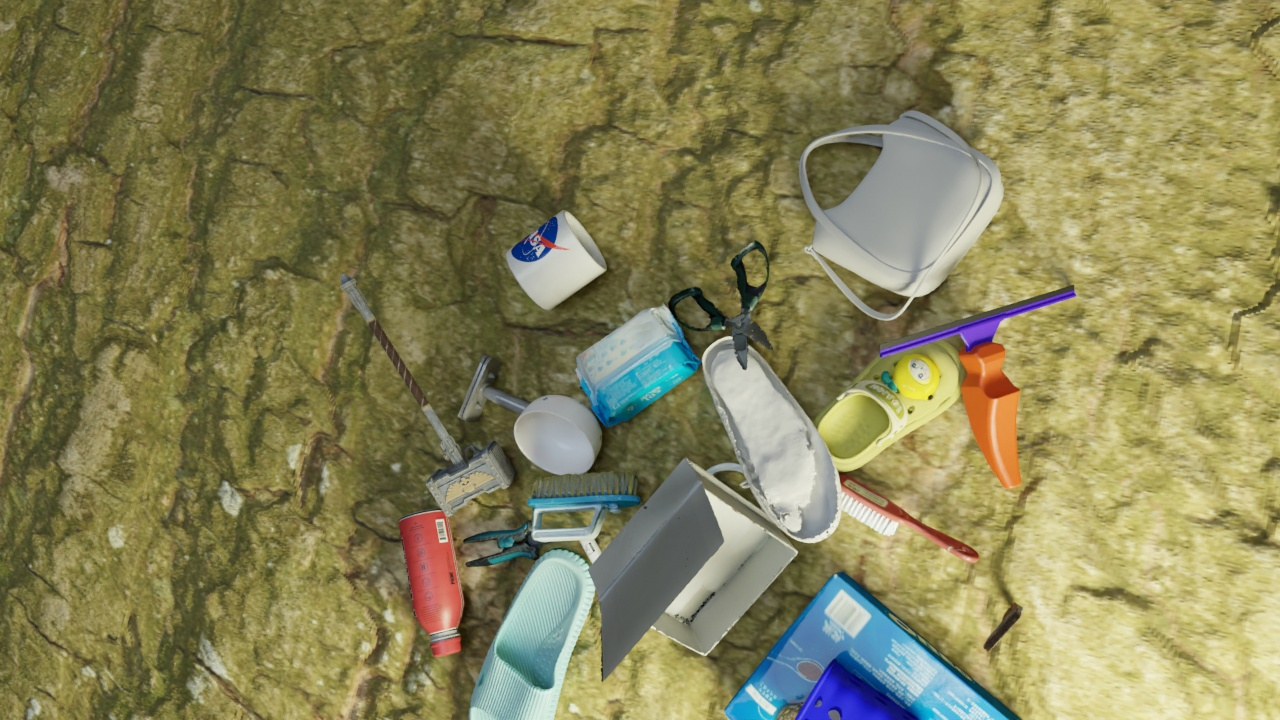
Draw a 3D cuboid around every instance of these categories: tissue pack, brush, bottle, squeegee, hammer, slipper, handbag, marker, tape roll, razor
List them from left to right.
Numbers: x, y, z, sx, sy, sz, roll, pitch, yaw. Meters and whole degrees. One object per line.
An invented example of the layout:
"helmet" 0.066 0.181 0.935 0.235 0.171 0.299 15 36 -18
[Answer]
"hammer" -0.279 0.034 1.131 0.099 0.044 0.322 -28 100 14
"bottle" -0.257 0.278 1.147 0.062 0.062 0.176 -19 75 17
"razor" -0.164 0.054 1.166 0.116 0.047 0.088 22 89 15
"slipper" -0.136 0.355 1.087 0.116 0.069 0.276 21 88 26
"brush" -0.064 0.175 1.094 0.136 0.055 0.075 -7 70 19
"marker" -0.040 0.260 1.093 0.020 0.017 0.133 -37 70 15
"tissue pack" -0.007 0.006 1.101 0.144 0.061 0.093 -35 70 9
"tape roll" 0.103 0.165 1.058 0.093 0.013 0.093 -4 80 20
"slipper" 0.144 0.089 1.022 0.112 0.074 0.246 -37 65 21
"handbag" 0.261 -0.179 1.020 0.223 0.095 0.216 38 93 27
"slipper" 0.258 0.043 0.987 0.191 0.081 0.091 -41 67 12
"brush" 0.275 0.175 0.980 0.172 0.040 0.030 29 111 24
"squeegee" 0.362 0.042 0.948 0.249 0.055 0.185 -16 94 -19
"brush" 0.353 0.247 0.879 0.008 0.143 0.045 42 104 23

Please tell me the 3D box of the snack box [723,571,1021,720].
"snack box" 0.238 0.370 0.948 0.239 0.056 0.195 39 96 21

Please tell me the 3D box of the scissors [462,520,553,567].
"scissors" -0.159 0.222 1.144 0.139 0.019 0.129 33 92 20

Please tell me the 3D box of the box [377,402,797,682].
"box" -0.009 0.179 0.834 0.148 0.505 0.167 42 97 26

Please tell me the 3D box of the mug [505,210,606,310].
"mug" -0.107 -0.133 1.157 0.090 0.091 0.121 -34 36 12

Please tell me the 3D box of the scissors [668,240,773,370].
"scissors" 0.089 -0.048 1.052 0.155 0.015 0.209 -22 39 23

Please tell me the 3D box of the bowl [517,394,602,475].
"bowl" -0.095 0.085 1.108 0.105 0.054 0.105 13 129 16

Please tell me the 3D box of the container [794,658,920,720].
"container" 0.212 0.359 0.883 0.113 0.085 0.084 31 93 21
